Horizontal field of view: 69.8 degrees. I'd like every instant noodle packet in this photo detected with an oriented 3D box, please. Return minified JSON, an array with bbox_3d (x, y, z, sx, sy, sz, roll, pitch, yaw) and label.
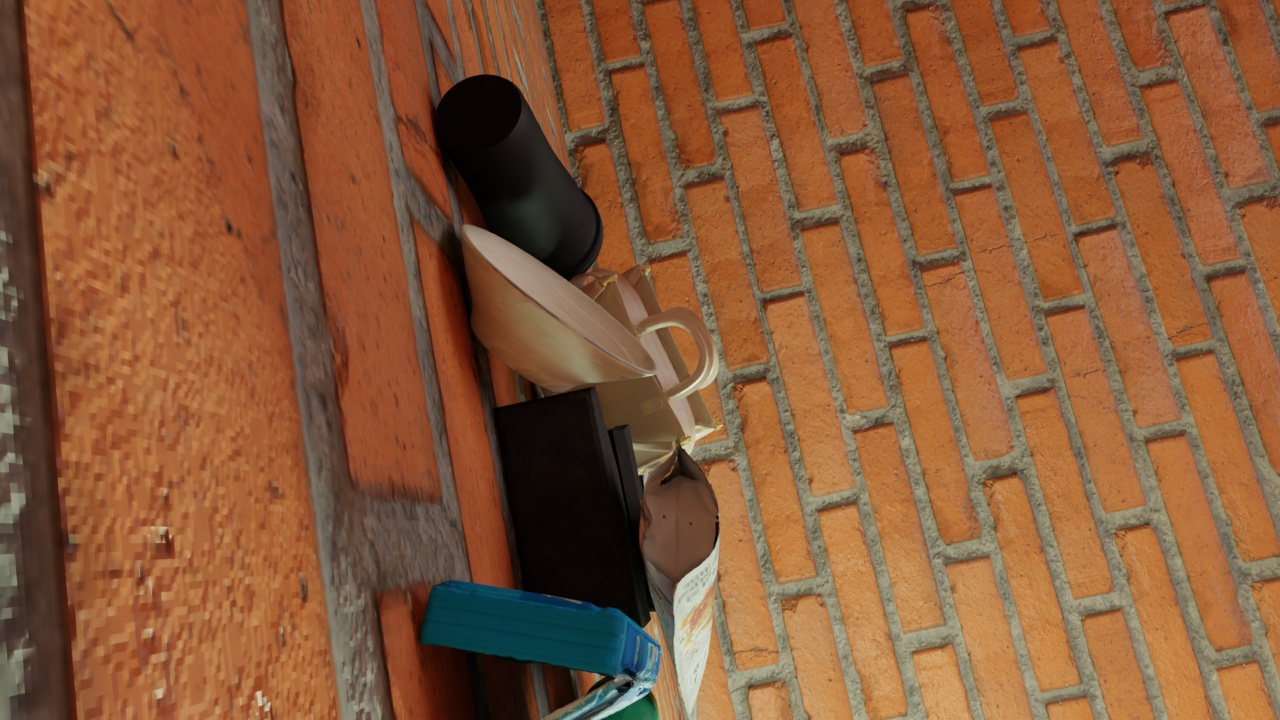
[{"bbox_3d":[0.039,0.180,0.715,0.270,0.057,0.146,79,12,-54],"label":"instant noodle packet"}]

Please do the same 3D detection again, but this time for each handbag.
[{"bbox_3d":[-0.005,0.005,0.837,0.198,0.101,0.194,-27,-93,47],"label":"handbag"},{"bbox_3d":[-0.036,0.138,0.757,0.199,0.102,0.197,74,4,-78],"label":"handbag"}]

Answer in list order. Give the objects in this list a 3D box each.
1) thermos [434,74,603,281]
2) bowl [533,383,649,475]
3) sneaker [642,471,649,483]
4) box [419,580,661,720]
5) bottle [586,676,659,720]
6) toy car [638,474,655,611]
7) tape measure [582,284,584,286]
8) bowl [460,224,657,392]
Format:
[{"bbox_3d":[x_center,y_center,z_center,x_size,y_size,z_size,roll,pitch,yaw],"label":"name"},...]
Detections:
[{"bbox_3d":[-0.103,-0.150,0.791,0.219,0.106,0.105,62,15,-68],"label":"thermos"},{"bbox_3d":[-0.061,0.069,0.987,0.174,0.068,0.174,34,29,-22],"label":"bowl"},{"bbox_3d":[-0.049,0.097,1.147,0.111,0.092,0.244,75,-1,-59],"label":"sneaker"},{"bbox_3d":[-0.044,0.179,0.496,0.244,0.092,0.085,76,23,-70],"label":"box"},{"bbox_3d":[-0.020,0.281,0.689,0.210,0.068,0.068,83,-4,-77],"label":"bottle"},{"bbox_3d":[-0.040,0.197,1.024,0.071,0.094,0.191,-8,86,-64],"label":"toy car"},{"bbox_3d":[-0.100,-0.081,1.141,0.060,0.062,0.020,96,-17,-75],"label":"tape measure"},{"bbox_3d":[-0.074,-0.025,0.678,0.176,0.058,0.176,37,9,-7],"label":"bowl"}]
